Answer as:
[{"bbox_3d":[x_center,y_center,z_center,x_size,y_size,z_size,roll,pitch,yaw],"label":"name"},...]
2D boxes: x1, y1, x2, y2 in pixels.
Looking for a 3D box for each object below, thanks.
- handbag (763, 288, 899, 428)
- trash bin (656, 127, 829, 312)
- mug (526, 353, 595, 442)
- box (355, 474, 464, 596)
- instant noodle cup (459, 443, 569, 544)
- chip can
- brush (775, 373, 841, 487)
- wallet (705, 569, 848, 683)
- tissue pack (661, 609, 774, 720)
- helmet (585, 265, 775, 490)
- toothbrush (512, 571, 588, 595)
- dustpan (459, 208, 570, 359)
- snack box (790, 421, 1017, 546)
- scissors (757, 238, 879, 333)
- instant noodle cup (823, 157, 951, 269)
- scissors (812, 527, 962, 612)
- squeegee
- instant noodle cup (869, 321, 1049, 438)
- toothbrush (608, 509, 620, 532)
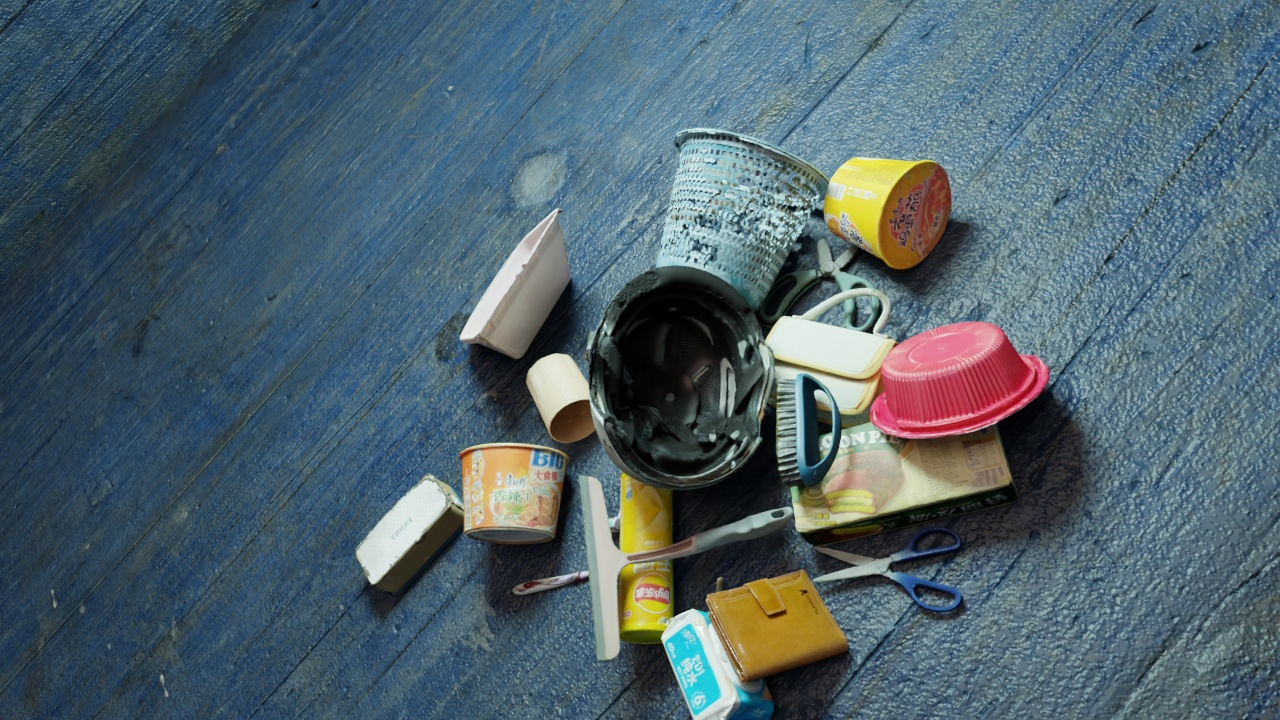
[{"bbox_3d":[0.237,-0.016,1.150,0.163,0.063,0.178,15,78,35],"label":"handbag"},{"bbox_3d":[0.121,-0.177,1.243,0.227,0.226,0.195,18,87,36],"label":"trash bin"},{"bbox_3d":[-0.092,0.045,1.317,0.124,0.084,0.103,-22,49,-12],"label":"mug"},{"bbox_3d":[-0.339,0.260,1.348,0.184,0.059,0.090,-46,50,2],"label":"box"},{"bbox_3d":[-0.173,0.184,1.242,0.152,0.151,0.111,-10,67,26],"label":"instant noodle cup"},{"bbox_3d":[0.007,0.239,1.145,0.072,0.072,0.213,-15,57,23],"label":"chip can"},{"bbox_3d":[0.195,0.077,1.056,0.074,0.055,0.143,-14,53,24],"label":"brush"},{"bbox_3d":[0.146,0.288,1.018,0.130,0.035,0.119,-9,49,-23],"label":"wallet"},{"bbox_3d":[0.088,0.345,1.021,0.063,0.090,0.140,-43,48,21],"label":"tissue pack"},{"bbox_3d":[0.039,0.037,1.138,0.230,0.157,0.273,4,66,-10],"label":"helmet"},{"bbox_3d":[-0.090,0.285,1.210,0.188,0.017,0.016,-17,55,21],"label":"toothbrush"},{"bbox_3d":[-0.214,-0.115,1.395,0.139,0.274,0.222,29,76,13],"label":"dustpan"},{"bbox_3d":[0.291,0.128,1.046,0.240,0.063,0.114,-19,55,21],"label":"snack box"},{"bbox_3d":[0.233,-0.085,1.230,0.180,0.019,0.170,-24,56,19],"label":"scissors"},{"bbox_3d":[0.312,-0.197,1.181,0.138,0.138,0.110,-53,42,-6],"label":"instant noodle cup"},{"bbox_3d":[0.280,0.236,1.019,0.165,0.012,0.157,-35,53,5],"label":"scissors"},{"bbox_3d":[0.060,0.214,1.077,0.250,0.040,0.247,-16,48,9],"label":"squeegee"},{"bbox_3d":[0.341,0.012,1.015,0.194,0.066,0.193,-21,16,6],"label":"instant noodle cup"},{"bbox_3d":[-0.012,0.141,1.247,0.021,0.029,0.188,19,67,-6],"label":"toothbrush"}]
